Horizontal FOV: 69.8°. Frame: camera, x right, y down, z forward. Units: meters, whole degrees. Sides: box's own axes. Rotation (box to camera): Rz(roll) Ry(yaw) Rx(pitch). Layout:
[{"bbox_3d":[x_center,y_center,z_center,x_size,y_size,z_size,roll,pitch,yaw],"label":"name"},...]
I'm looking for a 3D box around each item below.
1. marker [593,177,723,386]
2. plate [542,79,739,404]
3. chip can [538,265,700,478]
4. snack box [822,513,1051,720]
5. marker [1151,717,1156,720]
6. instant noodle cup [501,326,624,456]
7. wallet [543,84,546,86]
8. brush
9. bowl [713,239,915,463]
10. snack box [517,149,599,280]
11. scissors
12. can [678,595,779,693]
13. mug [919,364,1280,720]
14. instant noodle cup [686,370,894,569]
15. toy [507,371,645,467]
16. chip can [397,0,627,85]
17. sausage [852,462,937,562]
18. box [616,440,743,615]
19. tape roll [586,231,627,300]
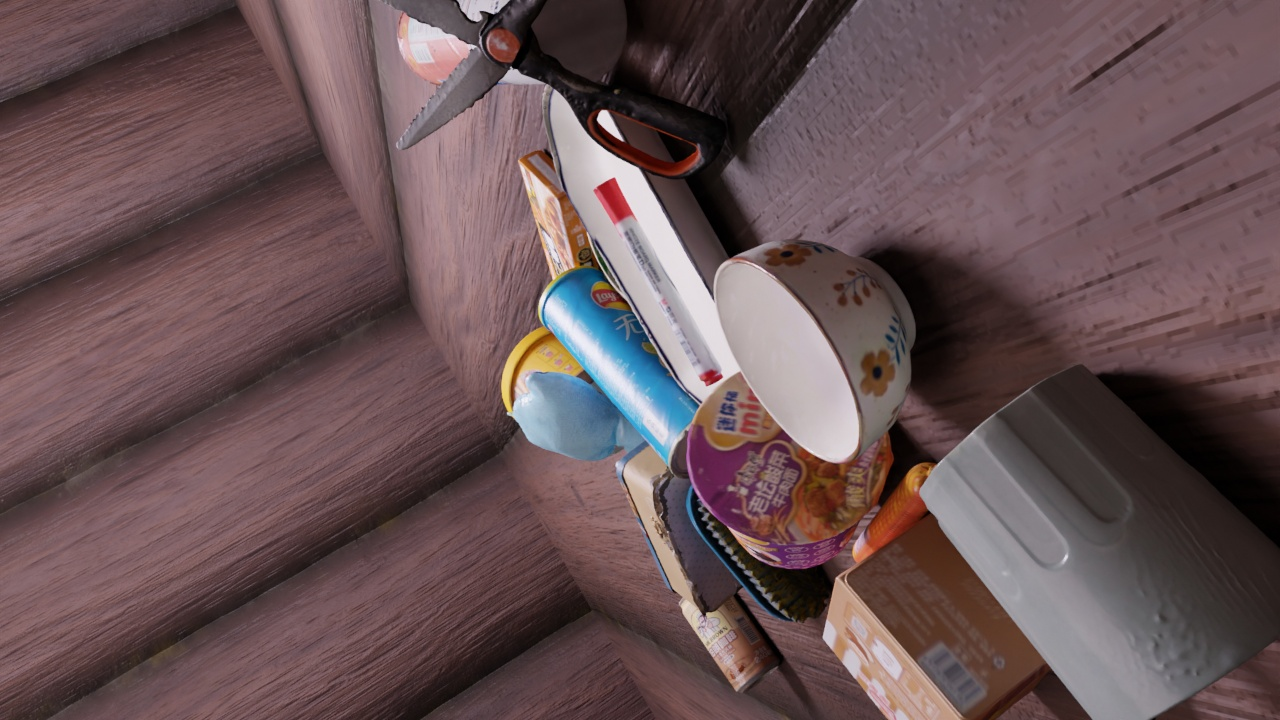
[{"bbox_3d":[0.012,-0.049,0.584,0.145,0.017,0.017,60,165,-3],"label":"marker"},{"bbox_3d":[0.014,-0.077,0.627,0.265,0.034,0.162,60,165,0],"label":"plate"},{"bbox_3d":[-0.005,0.004,0.766,0.210,0.071,0.071,47,160,37],"label":"chip can"},{"bbox_3d":[0.162,0.151,0.501,0.092,0.077,0.094,50,161,32],"label":"snack box"},{"bbox_3d":[0.202,0.105,0.403,0.131,0.018,0.022,64,172,-12],"label":"marker"},{"bbox_3d":[-0.062,0.034,0.931,0.114,0.118,0.118,28,146,47],"label":"instant noodle cup"},{"bbox_3d":[-0.072,-0.246,0.623,0.096,0.020,0.122,57,164,-9],"label":"wallet"},{"bbox_3d":[0.089,0.151,0.742,0.144,0.055,0.074,50,158,-5],"label":"brush"},{"bbox_3d":[0.093,-0.012,0.448,0.113,0.062,0.114,55,164,23],"label":"bowl"},{"bbox_3d":[-0.068,-0.111,0.836,0.075,0.026,0.154,48,161,37],"label":"snack box"},{"bbox_3d":[-0.051,-0.167,0.468,0.233,0.021,0.222,25,134,-14],"label":"scissors"},{"bbox_3d":[0.097,0.300,1.006,0.116,0.058,0.059,52,163,24],"label":"can"},{"bbox_3d":[0.164,0.076,0.345,0.103,0.083,0.124,54,161,26],"label":"mug"},{"bbox_3d":[0.088,0.071,0.545,0.111,0.111,0.099,51,170,30],"label":"instant noodle cup"},{"bbox_3d":[-0.043,0.060,0.830,0.161,0.156,0.049,68,-158,-46],"label":"toy"},{"bbox_3d":[-0.092,-0.212,0.588,0.215,0.071,0.071,25,143,55],"label":"chip can"},{"bbox_3d":[0.149,0.094,0.538,0.021,0.021,0.165,53,163,22],"label":"sausage"},{"bbox_3d":[0.051,0.143,0.811,0.062,0.089,0.184,30,146,49],"label":"box"},{"bbox_3d":[-0.017,-0.085,0.747,0.086,0.014,0.086,53,163,24],"label":"tape roll"}]
